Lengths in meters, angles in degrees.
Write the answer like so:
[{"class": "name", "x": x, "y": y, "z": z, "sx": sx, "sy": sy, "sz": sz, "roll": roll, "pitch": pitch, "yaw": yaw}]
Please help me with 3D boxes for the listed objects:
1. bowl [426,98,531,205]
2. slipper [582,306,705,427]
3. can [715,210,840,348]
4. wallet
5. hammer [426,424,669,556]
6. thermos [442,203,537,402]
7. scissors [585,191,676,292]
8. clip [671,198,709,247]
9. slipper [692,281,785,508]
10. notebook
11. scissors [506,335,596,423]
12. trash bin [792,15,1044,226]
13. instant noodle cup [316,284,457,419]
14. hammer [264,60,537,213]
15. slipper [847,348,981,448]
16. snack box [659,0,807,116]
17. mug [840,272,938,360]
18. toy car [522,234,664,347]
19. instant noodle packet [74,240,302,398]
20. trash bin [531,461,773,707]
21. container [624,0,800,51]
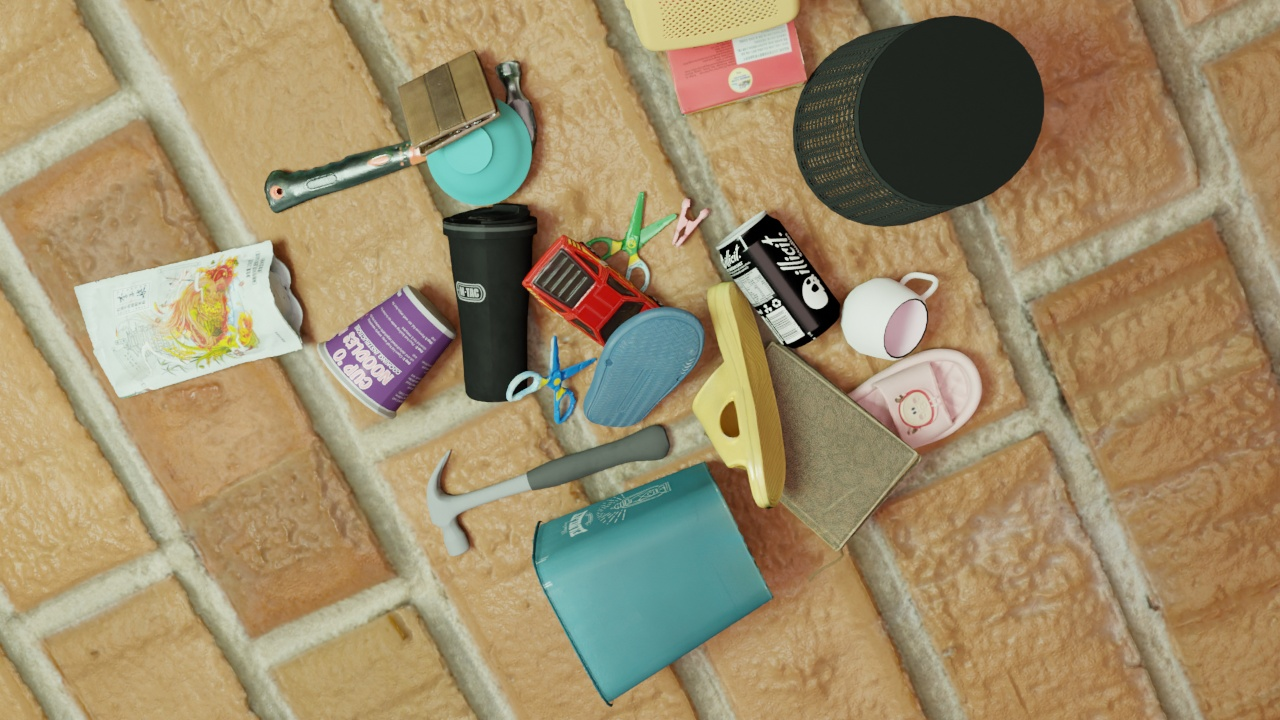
[{"class": "bowl", "x": -0.185, "y": -0.233, "z": 1.016, "sx": 0.121, "sy": 0.046, "sz": 0.121, "roll": 1, "pitch": 100, "yaw": 5}, {"class": "slipper", "x": -0.006, "y": 0.006, "z": 1.042, "sx": 0.103, "sy": 0.059, "sz": 0.214, "roll": 12, "pitch": 139, "yaw": -21}, {"class": "can", "x": 0.156, "y": -0.091, "z": 1.041, "sx": 0.080, "sy": 0.080, "sz": 0.146, "roll": -37, "pitch": 97, "yaw": 8}, {"class": "wallet", "x": -0.209, "y": -0.281, "z": 0.996, "sx": 0.099, "sy": 0.121, "sz": 0.027, "roll": -25, "pitch": 142, "yaw": 3}, {"class": "hammer", "x": -0.116, "y": 0.138, "z": 1.125, "sx": 0.311, "sy": 0.029, "sz": 0.125, "roll": -18, "pitch": 100, "yaw": 6}, {"class": "thermos", "x": -0.170, "y": -0.066, "z": 1.056, "sx": 0.106, "sy": 0.105, "sz": 0.219, "roll": 1, "pitch": 106, "yaw": 2}, {"class": "scissors", "x": -0.005, "y": -0.130, "z": 1.076, "sx": 0.130, "sy": 0.012, "sz": 0.117, "roll": -30, "pitch": 99, "yaw": 9}, {"class": "clip", "x": 0.051, "y": -0.163, "z": 1.063, "sx": 0.058, "sy": 0.023, "sz": 0.050, "roll": -33, "pitch": 93, "yaw": 7}, {"class": "slipper", "x": 0.104, "y": 0.041, "z": 1.033, "sx": 0.079, "sy": 0.099, "sz": 0.263, "roll": -18, "pitch": 72, "yaw": 25}, {"class": "notebook", "x": 0.183, "y": 0.114, "z": 1.061, "sx": 0.215, "sy": 0.034, "sz": 0.190, "roll": 40, "pitch": 100, "yaw": 21}, {"class": "scissors", "x": -0.104, "y": 0.025, "z": 1.079, "sx": 0.013, "sy": 0.129, "sz": 0.125, "roll": 32, "pitch": 131, "yaw": 39}, {"class": "trash bin", "x": 0.277, "y": -0.240, "z": 0.923, "sx": 0.217, "sy": 0.243, "sz": 0.217, "roll": 1, "pitch": 101, "yaw": 3}, {"class": "instant noodle cup", "x": -0.289, "y": -0.022, "z": 1.071, "sx": 0.122, "sy": 0.122, "sz": 0.137, "roll": -43, "pitch": 52, "yaw": 0}, {"class": "hammer", "x": -0.280, "y": -0.235, "z": 1.062, "sx": 0.333, "sy": 0.033, "sz": 0.133, "roll": -14, "pitch": 101, "yaw": 7}, {"class": "slipper", "x": 0.295, "y": 0.067, "z": 1.078, "sx": 0.222, "sy": 0.055, "sz": 0.107, "roll": -26, "pitch": 100, "yaw": 9}, {"class": "snack box", "x": 0.097, "y": -0.359, "z": 1.013, "sx": 0.142, "sy": 0.040, "sz": 0.145, "roll": -14, "pitch": 100, "yaw": 5}, {"class": "mug", "x": 0.284, "y": -0.059, "z": 1.043, "sx": 0.123, "sy": 0.076, "sz": 0.090, "roll": -42, "pitch": 129, "yaw": -12}, {"class": "toy car", "x": -0.042, "y": -0.063, "z": 1.049, "sx": 0.189, "sy": 0.056, "sz": 0.082, "roll": 36, "pitch": 103, "yaw": -29}, {"class": "instant noodle packet", "x": -0.543, "y": -0.048, "z": 1.100, "sx": 0.269, "sy": 0.057, "sz": 0.147, "roll": -13, "pitch": 99, "yaw": 10}, {"class": "trash bin", "x": 0.016, "y": 0.241, "z": 1.065, "sx": 0.218, "sy": 0.196, "sz": 0.199, "roll": -27, "pitch": 99, "yaw": 1}, {"class": "container", "x": 0.066, "y": -0.414, "z": 0.928, "sx": 0.183, "sy": 0.129, "sz": 0.166, "roll": -11, "pitch": 57, "yaw": 6}]
